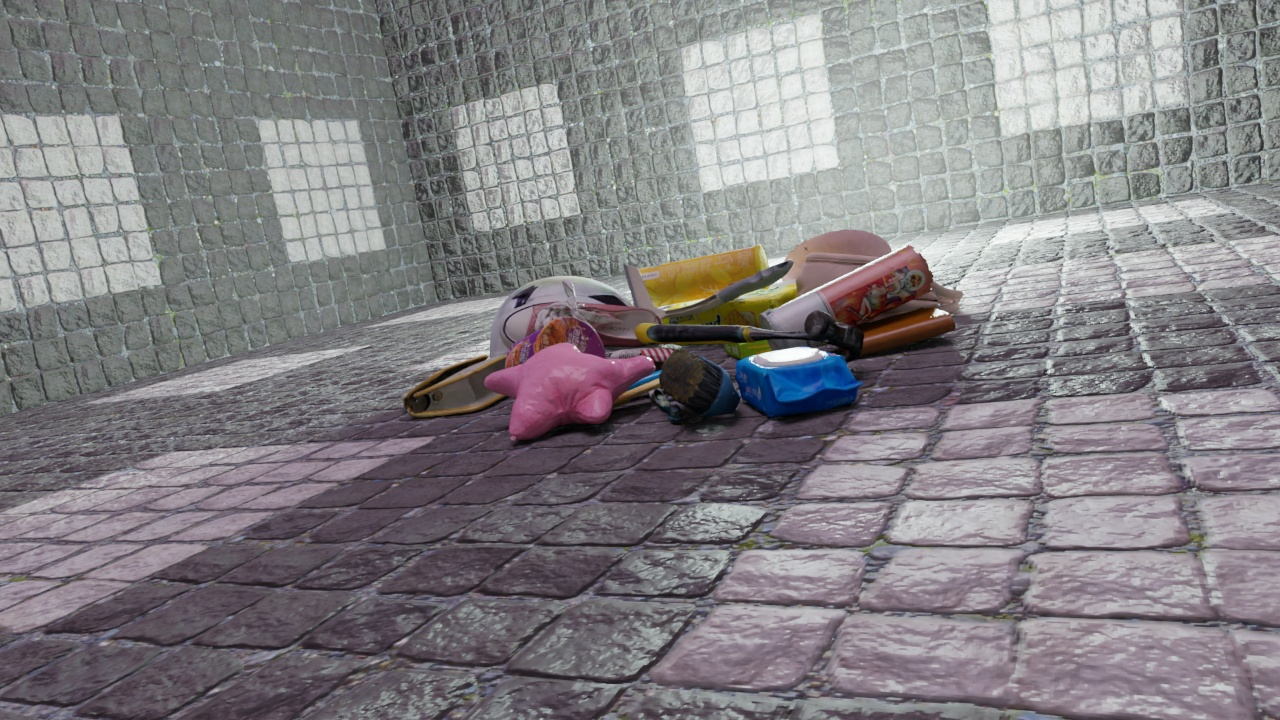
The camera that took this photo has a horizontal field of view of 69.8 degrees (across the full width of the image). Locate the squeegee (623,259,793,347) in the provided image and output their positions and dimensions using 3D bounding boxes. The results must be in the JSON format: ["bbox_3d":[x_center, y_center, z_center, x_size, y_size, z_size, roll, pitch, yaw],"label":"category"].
[{"bbox_3d":[0.113,-0.097,1.376,0.247,0.039,0.246,-19,44,4],"label":"squeegee"}]

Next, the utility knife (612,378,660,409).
[{"bbox_3d":[0.003,0.034,1.074,0.151,0.018,0.031,-27,11,0],"label":"utility knife"}]

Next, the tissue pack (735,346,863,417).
[{"bbox_3d":[0.159,0.018,0.953,0.095,0.052,0.157,-11,9,-8],"label":"tissue pack"}]

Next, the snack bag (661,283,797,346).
[{"bbox_3d":[0.155,-0.072,1.466,0.247,0.068,0.157,-4,12,35],"label":"snack bag"}]

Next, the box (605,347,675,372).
[{"bbox_3d":[-0.006,0.014,1.221,0.165,0.064,0.074,-3,-15,36],"label":"box"}]

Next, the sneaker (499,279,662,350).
[{"bbox_3d":[-0.090,-0.055,1.298,0.241,0.118,0.088,2,-24,11],"label":"sneaker"}]

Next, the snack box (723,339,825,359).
[{"bbox_3d":[0.202,-0.031,1.294,0.156,0.026,0.086,-11,9,-10],"label":"snack box"}]

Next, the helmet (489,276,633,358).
[{"bbox_3d":[-0.118,-0.063,1.459,0.258,0.146,0.229,-10,9,-2],"label":"helmet"}]

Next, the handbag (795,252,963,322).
[{"bbox_3d":[0.367,-0.099,1.347,0.233,0.093,0.193,4,6,-30],"label":"handbag"}]

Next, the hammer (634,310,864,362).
[{"bbox_3d":[0.124,-0.029,1.117,0.324,0.032,0.126,2,-12,45],"label":"hammer"}]

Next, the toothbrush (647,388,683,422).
[{"bbox_3d":[0.026,0.045,1.043,0.016,0.018,0.191,-10,9,-6],"label":"toothbrush"}]

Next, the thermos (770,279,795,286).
[{"bbox_3d":[0.324,-0.111,1.534,0.224,0.073,0.073,-9,9,9],"label":"thermos"}]

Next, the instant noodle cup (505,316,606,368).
[{"bbox_3d":[-0.116,0.004,1.195,0.111,0.111,0.099,-18,5,-40],"label":"instant noodle cup"}]

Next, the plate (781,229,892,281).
[{"bbox_3d":[0.340,-0.150,1.582,0.192,0.039,0.193,-3,-31,-2],"label":"plate"}]

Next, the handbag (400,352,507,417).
[{"bbox_3d":[-0.273,0.036,1.310,0.179,0.063,0.163,-10,7,20],"label":"handbag"}]

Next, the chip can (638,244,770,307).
[{"bbox_3d":[0.096,-0.131,1.459,0.214,0.072,0.072,-9,9,19],"label":"chip can"}]

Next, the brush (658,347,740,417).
[{"bbox_3d":[0.067,0.028,0.967,0.073,0.055,0.144,27,2,-16],"label":"brush"}]

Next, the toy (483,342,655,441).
[{"bbox_3d":[-0.098,0.034,1.044,0.195,0.075,0.178,10,37,35],"label":"toy"}]

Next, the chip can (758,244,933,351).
[{"bbox_3d":[0.264,-0.074,1.180,0.214,0.071,0.071,-26,10,-3],"label":"chip can"}]

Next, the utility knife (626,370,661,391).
[{"bbox_3d":[-0.010,0.030,1.121,0.165,0.018,0.034,-18,1,-13],"label":"utility knife"}]

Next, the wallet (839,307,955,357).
[{"bbox_3d":[0.320,-0.038,1.171,0.131,0.035,0.119,-16,4,6],"label":"wallet"}]
